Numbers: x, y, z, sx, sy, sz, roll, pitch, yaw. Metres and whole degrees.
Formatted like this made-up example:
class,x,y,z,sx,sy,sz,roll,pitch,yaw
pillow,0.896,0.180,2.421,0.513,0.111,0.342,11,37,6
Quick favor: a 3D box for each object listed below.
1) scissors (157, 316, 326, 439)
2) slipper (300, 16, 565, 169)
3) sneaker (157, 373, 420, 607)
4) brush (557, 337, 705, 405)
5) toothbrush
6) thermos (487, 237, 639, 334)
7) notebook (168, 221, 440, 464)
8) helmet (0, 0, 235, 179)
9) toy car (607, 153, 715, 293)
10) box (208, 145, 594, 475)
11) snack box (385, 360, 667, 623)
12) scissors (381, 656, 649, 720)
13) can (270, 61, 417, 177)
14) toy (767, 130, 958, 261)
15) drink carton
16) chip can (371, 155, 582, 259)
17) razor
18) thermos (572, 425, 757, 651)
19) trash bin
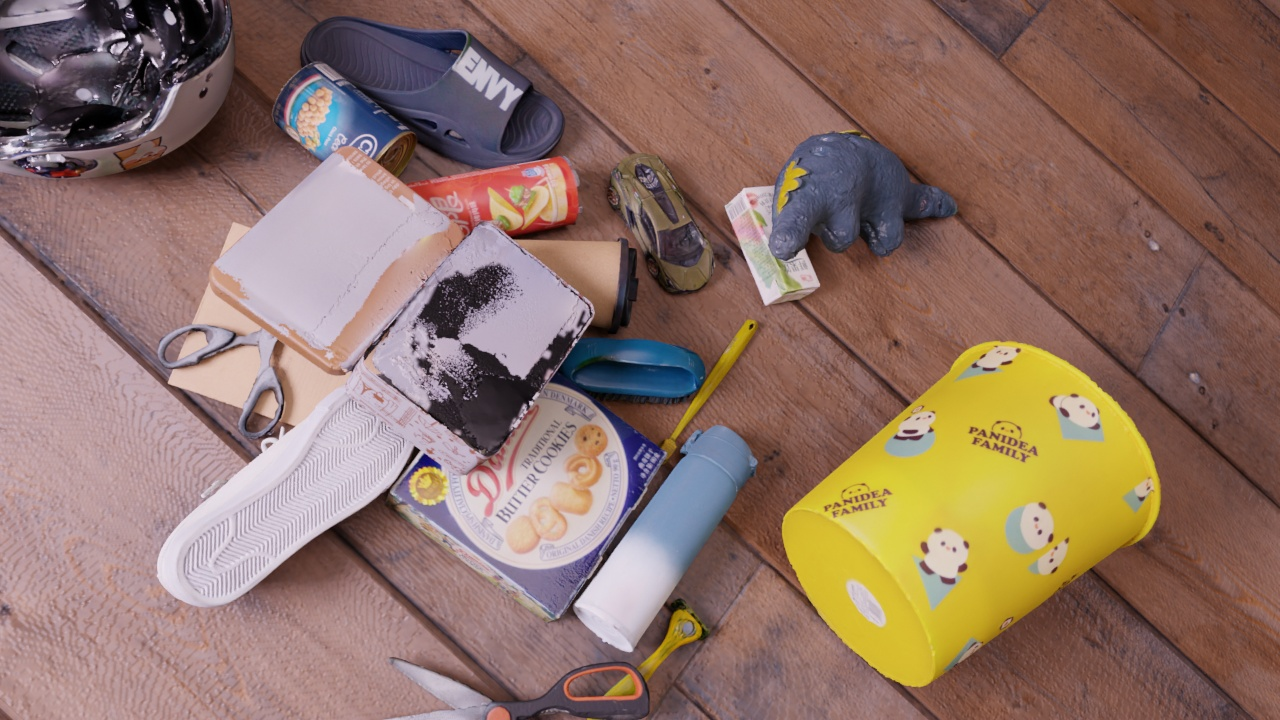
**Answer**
class,x,y,z,sx,sy,sz,roll,pitch,yaw
scissors,-0.315,-0.017,0.779,0.181,0.014,0.159,-12,90,-12
slipper,-0.202,-0.274,0.902,0.268,0.083,0.110,20,67,-8
sneaker,-0.279,0.102,0.742,0.241,0.091,0.089,-46,111,-37
brush,-0.005,0.005,0.865,0.143,0.074,0.055,5,64,-16
toothbrush,0.067,0.028,0.911,0.015,0.017,0.189,38,64,-2
thermos,-0.070,-0.076,0.871,0.143,0.093,0.093,6,68,-6
notebook,-0.276,-0.014,0.800,0.211,0.012,0.149,20,83,-10
helmet,-0.471,-0.248,0.765,0.273,0.157,0.230,-25,81,-13
toy car,0.024,-0.143,0.949,0.070,0.042,0.158,-26,82,-24
box,-0.190,-0.049,0.752,0.260,0.082,0.176,39,58,-8
snack box,-0.098,0.104,0.814,0.182,0.046,0.177,37,63,-3
scissors,-0.093,0.287,0.746,0.204,0.022,0.224,-41,83,-24
can,-0.277,-0.217,0.859,0.111,0.075,0.075,38,64,-1
toy,0.224,-0.177,0.974,0.355,0.092,0.138,-14,69,-43
drink carton,0.138,-0.121,0.973,0.053,0.046,0.122,-13,76,-35
chip can,-0.166,-0.143,0.870,0.216,0.073,0.073,-17,76,-23
razor,0.004,0.267,0.799,0.132,0.028,0.043,-39,89,-24
thermos,0.027,0.153,0.827,0.070,0.070,0.219,39,63,-1
trash bin,0.284,0.141,0.833,0.254,0.230,0.229,-31,82,-20
